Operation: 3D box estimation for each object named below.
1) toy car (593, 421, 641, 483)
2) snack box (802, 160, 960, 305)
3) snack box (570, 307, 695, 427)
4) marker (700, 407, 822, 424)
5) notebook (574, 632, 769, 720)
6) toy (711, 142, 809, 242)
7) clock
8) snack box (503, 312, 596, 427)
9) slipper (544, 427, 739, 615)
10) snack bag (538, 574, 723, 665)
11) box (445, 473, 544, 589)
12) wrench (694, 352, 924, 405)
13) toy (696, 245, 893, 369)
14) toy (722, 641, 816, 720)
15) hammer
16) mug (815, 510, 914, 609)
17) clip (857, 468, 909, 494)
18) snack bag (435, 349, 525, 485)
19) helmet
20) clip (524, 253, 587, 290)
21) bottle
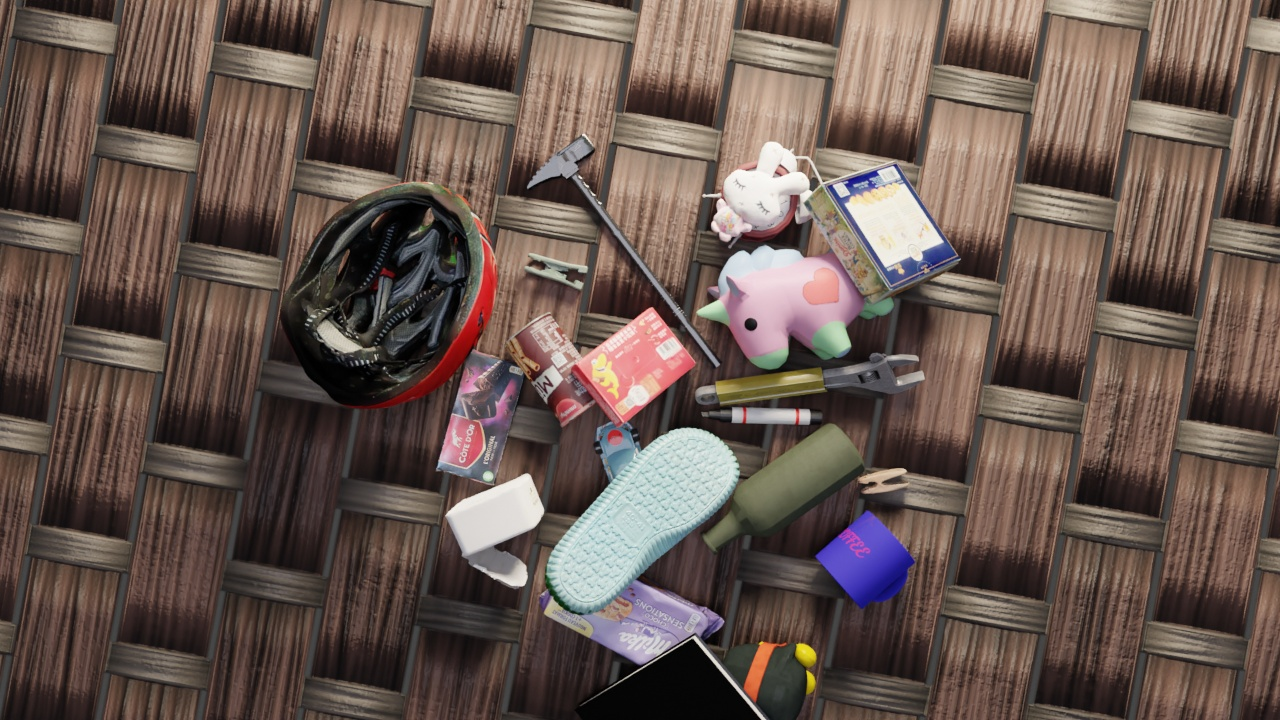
[{"bbox_3d":[-0.019,0.127,1.113,0.060,0.027,0.107,-19,90,0],"label":"toy car"},{"bbox_3d":[0.279,-0.149,1.055,0.144,0.043,0.145,-22,78,-36],"label":"snack box"},{"bbox_3d":[-0.006,0.006,1.083,0.132,0.021,0.089,-38,90,-32],"label":"snack box"},{"bbox_3d":[0.146,0.067,1.116,0.145,0.019,0.019,1,90,0],"label":"marker"},{"bbox_3d":[0.039,0.422,1.073,0.207,0.016,0.149,-40,90,28],"label":"notebook"},{"bbox_3d":[0.131,-0.190,1.056,0.125,0.037,0.076,-42,86,-3],"label":"toy"},{"bbox_3d":[0.150,-0.196,1.100,0.137,0.048,0.096,-27,90,2],"label":"clock"},{"bbox_3d":[-0.100,0.011,1.091,0.072,0.072,0.121,-37,90,0],"label":"snack box"},{"bbox_3d":[-0.002,0.183,1.069,0.275,0.070,0.116,-41,95,-21],"label":"slipper"},{"bbox_3d":[-0.013,0.299,1.100,0.205,0.058,0.096,30,93,-2],"label":"snack bag"},{"bbox_3d":[-0.156,0.214,1.075,0.103,0.110,0.130,-24,89,1],"label":"box"},{"bbox_3d":[0.201,0.027,1.100,0.273,0.084,0.018,-8,55,7],"label":"wrench"},{"bbox_3d":[0.189,-0.081,1.076,0.222,0.120,0.171,-43,93,-7],"label":"toy"},{"bbox_3d":[0.139,0.379,1.083,0.119,0.099,0.098,13,135,22],"label":"toy"},{"bbox_3d":[-0.009,-0.119,1.119,0.095,0.015,0.325,-37,91,0],"label":"hammer"},{"bbox_3d":[0.274,0.246,1.093,0.083,0.079,0.111,-41,118,0],"label":"mug"},{"bbox_3d":[0.296,0.145,1.115,0.062,0.025,0.047,-42,86,7],"label":"clip"},{"bbox_3d":[-0.193,0.070,1.120,0.074,0.018,0.155,16,92,-1],"label":"snack bag"},{"bbox_3d":[-0.272,-0.072,1.042,0.217,0.167,0.272,39,97,14],"label":"helmet"},{"bbox_3d":[-0.103,-0.109,1.116,0.076,0.023,0.047,17,89,-2],"label":"clip"},{"bbox_3d":[0.164,0.159,1.090,0.207,0.071,0.071,-35,90,0],"label":"bottle"}]
